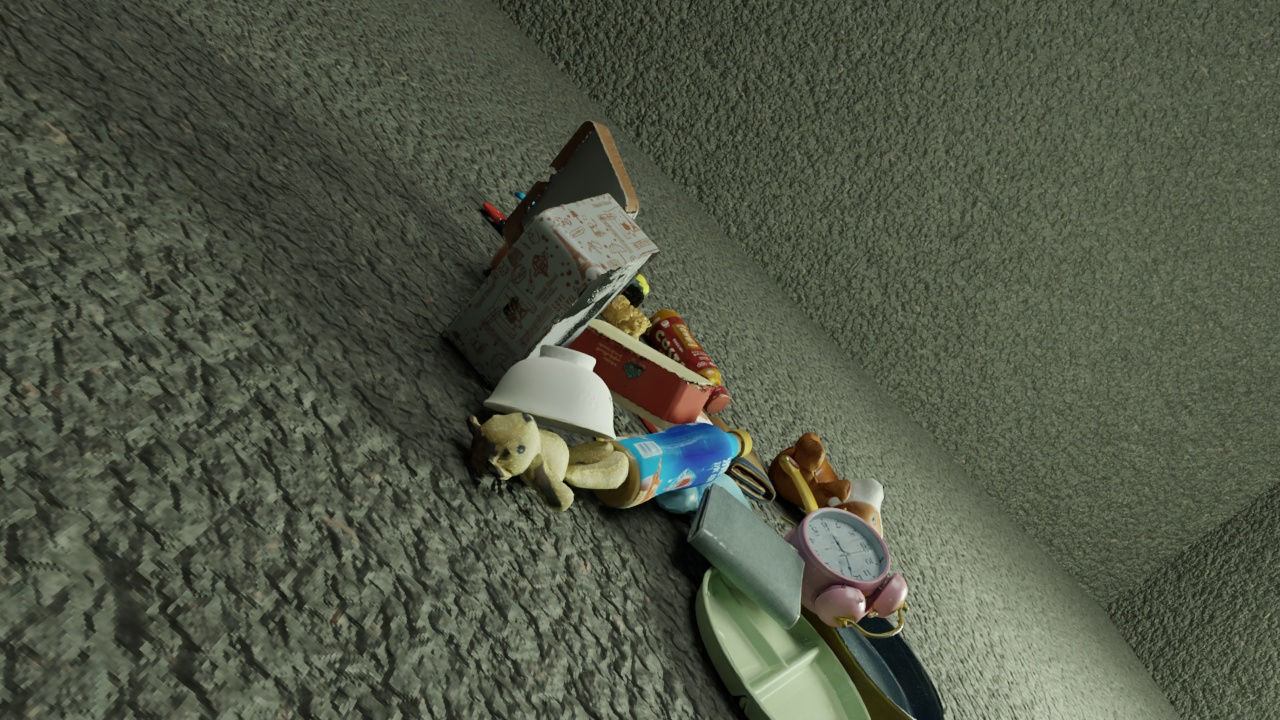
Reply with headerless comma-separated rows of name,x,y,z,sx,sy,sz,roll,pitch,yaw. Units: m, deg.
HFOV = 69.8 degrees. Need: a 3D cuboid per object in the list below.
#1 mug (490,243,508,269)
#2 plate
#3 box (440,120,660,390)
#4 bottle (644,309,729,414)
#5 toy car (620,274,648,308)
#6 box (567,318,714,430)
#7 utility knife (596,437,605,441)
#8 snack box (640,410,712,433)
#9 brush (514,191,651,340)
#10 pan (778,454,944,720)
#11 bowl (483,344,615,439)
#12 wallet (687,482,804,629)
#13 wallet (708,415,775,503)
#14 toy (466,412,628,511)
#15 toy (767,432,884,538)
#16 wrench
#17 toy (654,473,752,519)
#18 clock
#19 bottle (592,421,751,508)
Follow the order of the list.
mug,-0.117,-0.095,1.064,0.106,0.082,0.114,48,30,2
plate,0.132,0.286,0.842,0.230,0.027,0.229,41,17,-16
box,-0.078,-0.101,0.899,0.134,0.180,0.270,33,34,-19
bottle,0.069,0.002,1.329,0.057,0.057,0.175,24,26,-52
toy car,-0.019,-0.092,1.228,0.048,0.032,0.105,34,-22,-5
box,-0.006,0.006,0.995,0.168,0.076,0.091,30,9,25
utility knife,-0.041,0.075,0.959,0.031,0.021,0.204,36,14,-30
snack box,0.043,0.070,1.153,0.075,0.025,0.152,52,17,23
brush,-0.071,-0.115,1.152,0.254,0.046,0.083,51,-5,-25
pan,0.233,0.264,1.061,0.197,0.078,0.357,27,24,-49
bowl,-0.071,0.024,0.797,0.118,0.064,0.118,14,-8,2
wallet,0.104,0.189,0.902,0.129,0.037,0.106,43,25,-6
wallet,0.131,0.131,1.220,0.090,0.033,0.115,40,16,-30
toy,-0.073,0.079,0.760,0.157,0.066,0.105,17,27,-48
toy,0.274,0.194,1.284,0.199,0.130,0.140,57,11,4
wrench,-0.114,-0.110,1.215,0.273,0.016,0.056,46,12,1
toy,0.062,0.141,0.985,0.161,0.050,0.156,49,26,24
clock,0.216,0.226,0.970,0.117,0.060,0.158,-1,44,-30
bottle,0.040,0.096,0.910,0.218,0.065,0.065,-6,52,-51
